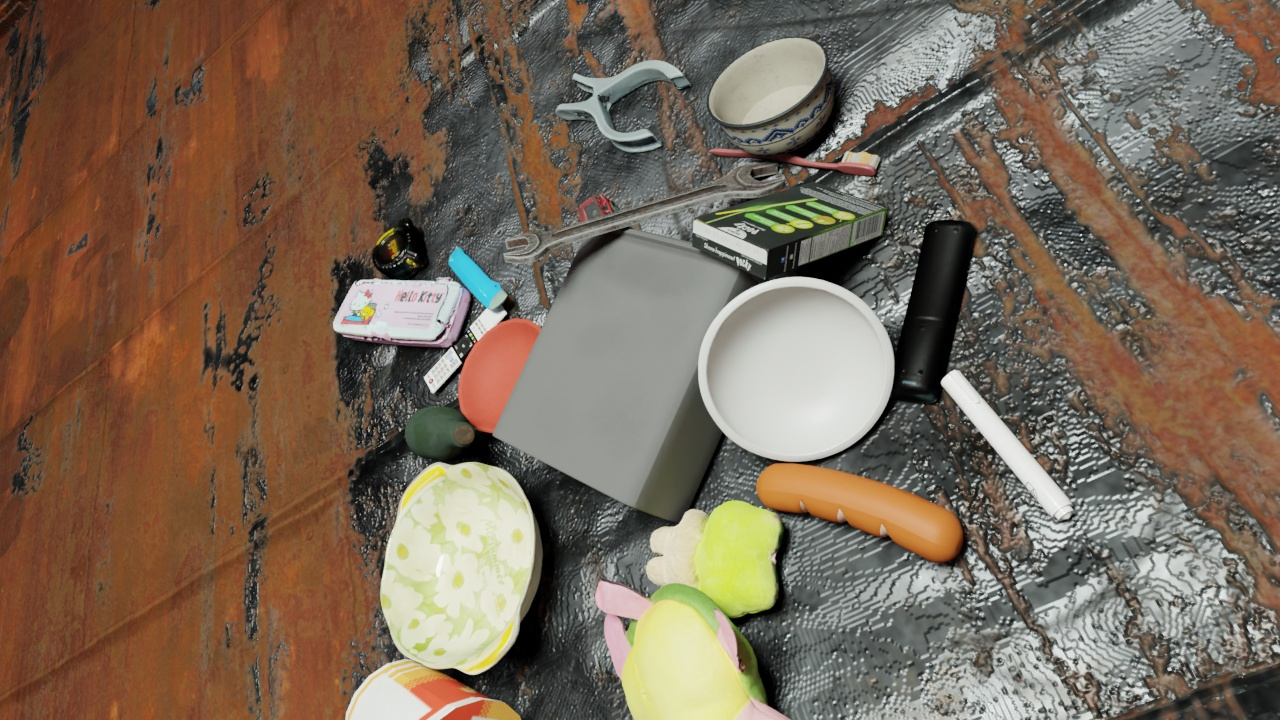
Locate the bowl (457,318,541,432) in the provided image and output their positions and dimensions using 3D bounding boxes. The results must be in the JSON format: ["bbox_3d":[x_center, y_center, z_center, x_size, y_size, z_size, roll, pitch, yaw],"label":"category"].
[{"bbox_3d":[-0.130,0.020,0.938,0.122,0.035,0.121,-15,62,30],"label":"bowl"}]

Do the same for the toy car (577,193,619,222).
[{"bbox_3d":[-0.036,-0.131,0.940,0.042,0.036,0.091,-34,60,18],"label":"toy car"}]

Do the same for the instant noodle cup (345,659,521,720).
[{"bbox_3d":[-0.185,0.328,0.794,0.121,0.123,0.123,14,79,46],"label":"instant noodle cup"}]

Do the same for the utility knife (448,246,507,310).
[{"bbox_3d":[-0.186,-0.094,1.035,0.031,0.015,0.158,-54,43,7],"label":"utility knife"}]

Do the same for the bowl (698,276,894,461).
[{"bbox_3d":[0.121,0.004,0.726,0.150,0.149,0.043,-38,9,16],"label":"bowl"}]

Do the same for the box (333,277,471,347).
[{"bbox_3d":[-0.282,-0.060,1.074,0.203,0.044,0.086,5,71,38],"label":"box"}]

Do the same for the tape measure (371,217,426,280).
[{"bbox_3d":[-0.293,-0.129,1.121,0.063,0.038,0.067,-28,59,13],"label":"tape measure"}]

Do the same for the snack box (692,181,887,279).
[{"bbox_3d":[0.124,-0.110,0.754,0.080,0.147,0.025,31,131,40],"label":"snack box"}]

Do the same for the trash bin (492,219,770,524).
[{"bbox_3d":[-0.005,0.005,0.817,0.192,0.097,0.219,21,84,39],"label":"trash bin"}]

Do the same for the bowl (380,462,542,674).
[{"bbox_3d":[-0.157,0.194,0.865,0.188,0.060,0.219,-44,52,11],"label":"bowl"}]

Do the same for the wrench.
[{"bbox_3d":[0.007,-0.133,0.820,0.273,0.010,0.070,-19,33,-13],"label":"wrench"}]

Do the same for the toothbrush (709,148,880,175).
[{"bbox_3d":[0.137,-0.189,0.854,0.185,0.015,0.015,16,77,40],"label":"toothbrush"}]

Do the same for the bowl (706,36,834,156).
[{"bbox_3d":[0.125,-0.235,0.845,0.116,0.059,0.115,-18,48,21],"label":"bowl"}]

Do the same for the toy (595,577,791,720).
[{"bbox_3d":[0.045,0.247,0.675,0.238,0.087,0.190,33,119,40],"label":"toy"}]

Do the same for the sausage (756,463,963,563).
[{"bbox_3d":[0.160,0.109,0.688,0.164,0.039,0.044,13,97,39],"label":"sausage"}]

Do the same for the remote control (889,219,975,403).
[{"bbox_3d":[0.228,-0.041,0.720,0.041,0.020,0.151,7,74,36],"label":"remote control"}]

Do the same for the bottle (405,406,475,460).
[{"bbox_3d":[-0.189,0.071,0.893,0.174,0.055,0.055,-9,60,67],"label":"bottle"}]

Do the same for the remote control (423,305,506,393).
[{"bbox_3d":[-0.192,-0.015,1.012,0.124,0.011,0.028,-46,51,10],"label":"remote control"}]

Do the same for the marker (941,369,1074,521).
[{"bbox_3d":[0.260,0.058,0.653,0.017,0.020,0.133,-27,54,-4],"label":"marker"}]

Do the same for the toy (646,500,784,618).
[{"bbox_3d":[0.059,0.157,0.733,0.115,0.046,0.092,-4,70,29],"label":"toy"}]

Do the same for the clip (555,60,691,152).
[{"bbox_3d":[-0.034,-0.255,0.997,0.172,0.029,0.143,9,74,38],"label":"clip"}]
